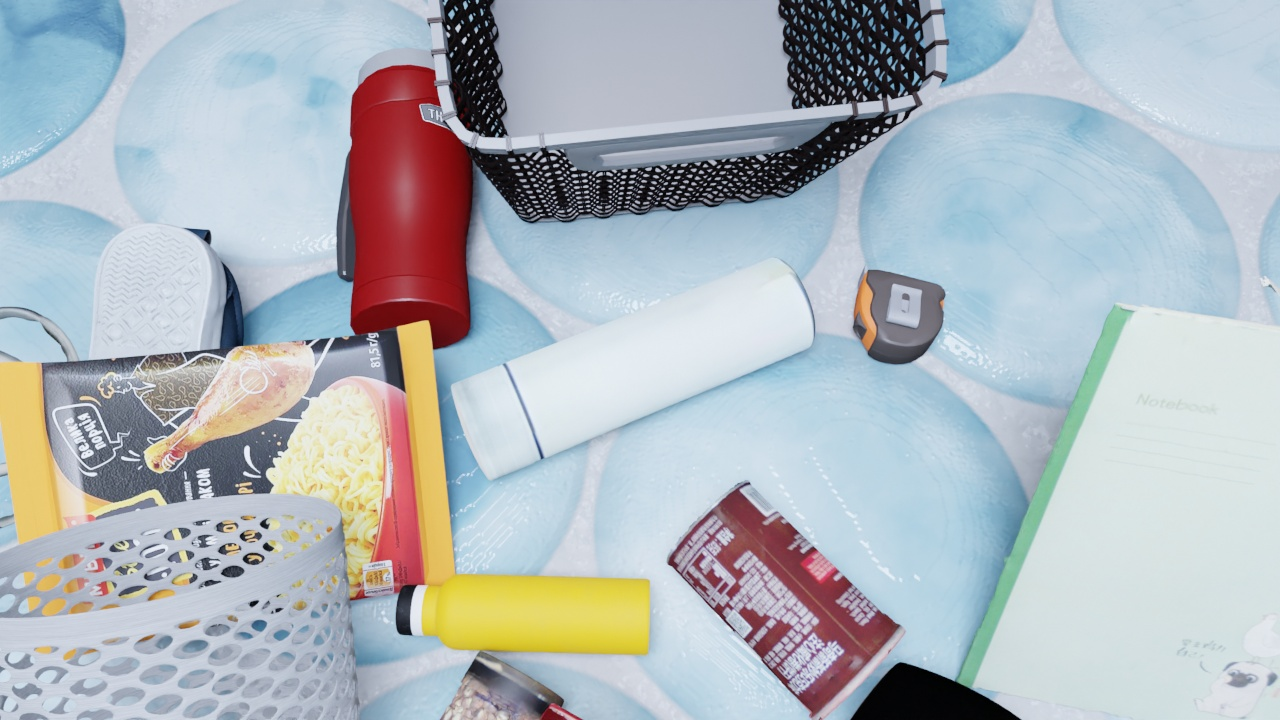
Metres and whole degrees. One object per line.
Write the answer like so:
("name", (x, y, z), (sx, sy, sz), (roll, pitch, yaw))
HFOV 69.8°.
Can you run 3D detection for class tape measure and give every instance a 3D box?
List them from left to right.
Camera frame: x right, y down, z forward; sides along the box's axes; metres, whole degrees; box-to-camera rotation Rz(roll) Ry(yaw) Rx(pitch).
("tape measure", (0.173, -0.030, 0.618), (0.058, 0.038, 0.058), (16, 66, 7))

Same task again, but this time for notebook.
("notebook", (0.285, 0.096, 0.463), (0.182, 0.253, 0.010), (10, 31, 5))

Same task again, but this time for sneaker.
("sneaker", (-0.287, 0.030, 0.566), (0.089, 0.087, 0.235), (1, 87, -9))

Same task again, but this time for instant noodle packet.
("instant noodle packet", (-0.220, 0.069, 0.512), (0.220, 0.032, 0.160), (-7, 96, -21))

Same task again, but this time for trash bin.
("trash bin", (-0.207, 0.172, 0.424), (0.156, 0.156, 0.183), (-5, 98, -3))

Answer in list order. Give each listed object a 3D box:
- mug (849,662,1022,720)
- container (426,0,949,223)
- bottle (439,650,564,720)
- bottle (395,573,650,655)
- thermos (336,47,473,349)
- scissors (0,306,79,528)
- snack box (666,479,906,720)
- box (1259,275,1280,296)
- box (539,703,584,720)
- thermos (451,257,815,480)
("mug", (0.153, 0.226, 0.482), (0.100, 0.084, 0.119), (37, 99, 29))
("container", (0.008, -0.224, 0.559), (0.247, 0.244, 0.245), (-7, 88, -3))
("bottle", (-0.090, 0.217, 0.490), (0.056, 0.056, 0.105), (26, 67, 11))
("bottle", (-0.067, 0.146, 0.531), (0.143, 0.043, 0.043), (1, 65, 0))
("thermos", (-0.167, -0.108, 0.636), (0.108, 0.084, 0.198), (-19, 64, 28))
("scissors", (-0.312, 0.038, 0.510), (0.171, 0.012, 0.157), (-31, 98, -11))
("snack box", (0.080, 0.135, 0.522), (0.072, 0.072, 0.121), (-40, 70, -17))
("box", (0.356, 0.037, 0.504), (0.105, 0.188, 0.143), (-21, 70, -11))
("box", (-0.043, 0.257, 0.435), (0.087, 0.129, 0.157), (27, 69, 7))
("thermos", (-0.003, 0.003, 0.586), (0.230, 0.068, 0.068), (-22, 67, -9))
